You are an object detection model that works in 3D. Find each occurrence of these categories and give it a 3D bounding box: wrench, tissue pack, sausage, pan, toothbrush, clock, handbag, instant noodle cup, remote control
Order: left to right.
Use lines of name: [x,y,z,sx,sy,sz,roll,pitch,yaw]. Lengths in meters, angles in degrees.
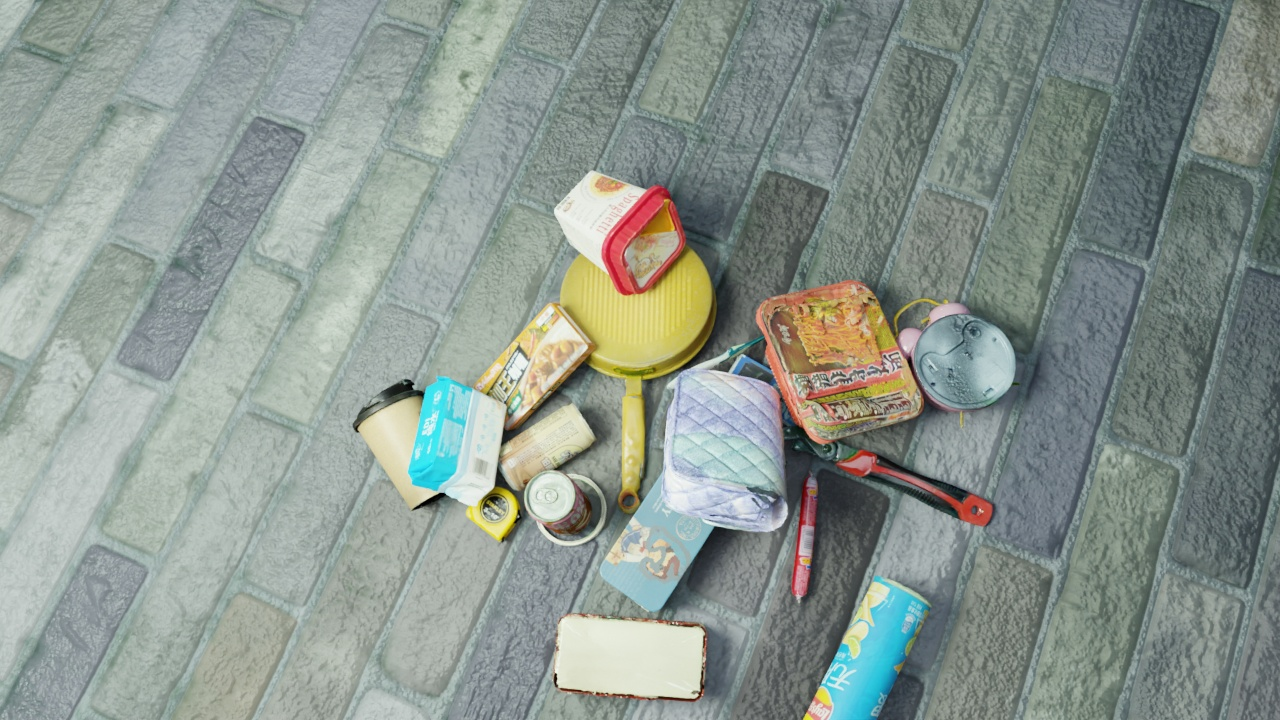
tissue pack: [-0.214,0.092,1.068,0.063,0.090,0.139,-24,50,40]
instant noodle cup: [-0.028,-0.160,1.106,0.124,0.117,0.116,32,74,29]
pan: [-0.007,0.007,1.133,0.198,0.078,0.356,1,68,6]
handbag: [0.094,0.096,1.020,0.134,0.076,0.193,10,37,0]
toothbrush: [0.108,-0.011,1.118,0.191,0.016,0.018,-27,63,-23]
remote control: [0.162,0.042,1.121,0.125,0.024,0.049,31,78,10]
sausage: [0.194,0.205,1.075,0.020,0.020,0.155,8,74,6]
instant noodle cup: [0.225,0.005,1.081,0.164,0.079,0.188,-12,70,-22]
wrench: [0.282,0.134,1.080,0.273,0.016,0.056,19,82,3]
clock: [0.370,-0.007,1.103,0.117,0.060,0.158,-35,76,-5]

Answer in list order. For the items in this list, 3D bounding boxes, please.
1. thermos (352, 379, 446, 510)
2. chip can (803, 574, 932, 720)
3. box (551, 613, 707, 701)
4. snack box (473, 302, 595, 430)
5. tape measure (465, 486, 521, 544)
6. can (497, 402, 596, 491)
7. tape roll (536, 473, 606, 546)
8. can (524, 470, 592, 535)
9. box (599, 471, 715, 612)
thermos: [-0.280,0.103,1.104,0.093,0.093,0.143,-30,82,-5]
chip can: [0.242,0.345,1.004,0.071,0.071,0.210,29,78,11]
box: [-0.010,0.328,1.024,0.168,0.076,0.091,3,75,4]
snack box: [-0.131,0.008,1.119,0.154,0.026,0.075,-45,76,18]
tape measure: [-0.173,0.181,1.101,0.060,0.029,0.057,34,80,12]
can: [-0.115,0.104,1.104,0.116,0.058,0.058,-32,75,-5]
tape roll: [-0.084,0.180,1.104,0.086,0.014,0.085,-1,74,4]
can: [-0.090,0.161,1.024,0.058,0.147,0.057,-1,74,4]
box: [0.035,0.194,1.060,0.090,0.060,0.184,31,86,9]
